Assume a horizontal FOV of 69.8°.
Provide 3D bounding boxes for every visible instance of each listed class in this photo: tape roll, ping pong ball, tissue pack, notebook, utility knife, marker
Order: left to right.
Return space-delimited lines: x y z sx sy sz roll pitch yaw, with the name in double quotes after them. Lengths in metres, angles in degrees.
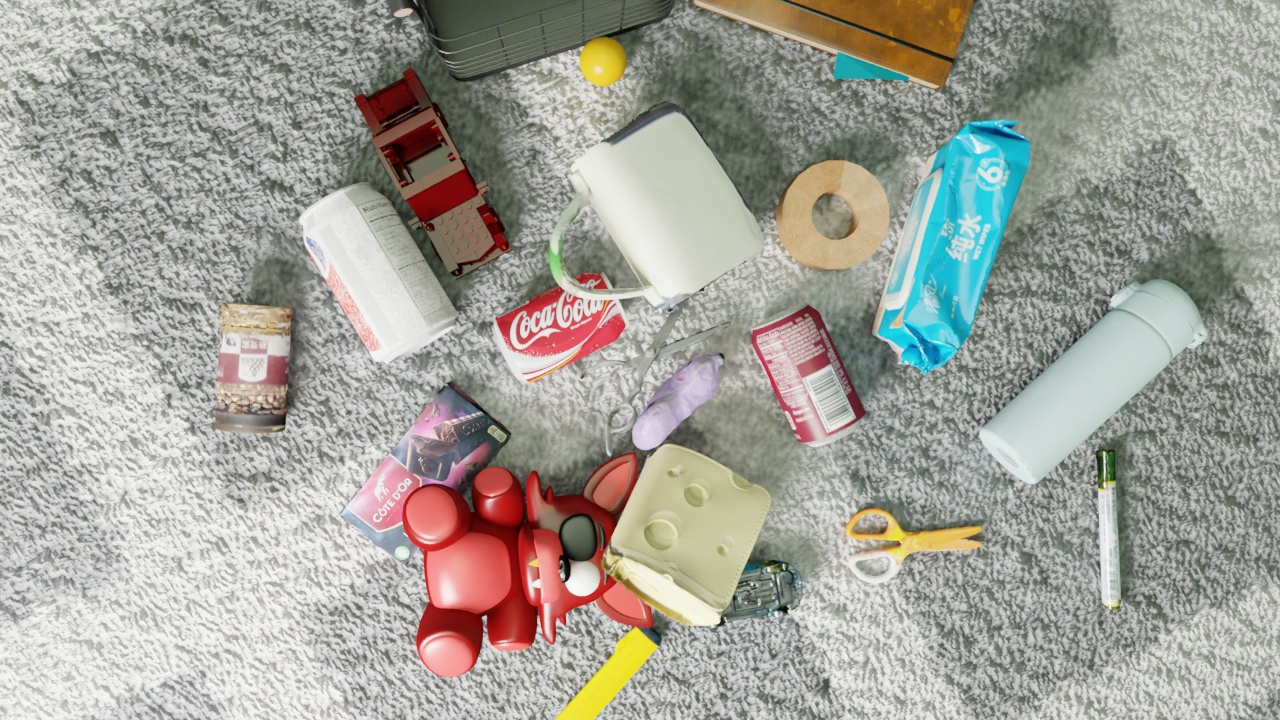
-0.045 0.302 0.817 0.030 0.017 0.175 42 90 1 "utility knife"
-0.032 -0.254 0.779 0.040 0.040 0.040 0 93 -3 "ping pong ball"
0.167 -0.126 0.801 0.094 0.027 0.094 0 93 -3 "tape roll"
0.185 -0.340 0.798 0.249 0.014 0.178 18 91 -4 "notebook"
0.253 -0.090 0.764 0.066 0.117 0.209 17 91 2 "tissue pack"
0.425 0.153 0.833 0.017 0.017 0.146 -4 93 -3 "marker"

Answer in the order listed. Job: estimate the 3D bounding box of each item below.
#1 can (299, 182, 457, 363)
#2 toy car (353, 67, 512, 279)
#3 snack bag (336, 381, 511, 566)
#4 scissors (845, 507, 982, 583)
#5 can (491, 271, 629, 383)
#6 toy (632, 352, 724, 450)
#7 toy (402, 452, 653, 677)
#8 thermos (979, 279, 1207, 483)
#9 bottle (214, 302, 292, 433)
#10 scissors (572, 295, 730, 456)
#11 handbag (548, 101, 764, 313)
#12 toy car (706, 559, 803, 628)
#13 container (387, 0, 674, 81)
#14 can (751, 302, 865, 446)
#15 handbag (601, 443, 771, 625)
-0.217 -0.072 0.760 0.078 0.078 0.136 -30 94 -1 "can"
-0.174 -0.157 0.766 0.070 0.062 0.170 -28 94 -1 "toy car"
-0.187 0.099 0.801 0.074 0.018 0.155 39 92 -5 "snack bag"
0.249 0.171 0.827 0.131 0.012 0.073 3 93 -2 "scissors"
-0.067 -0.029 0.776 0.105 0.064 0.064 -26 94 -1 "can"
0.030 0.036 0.784 0.099 0.080 0.036 -42 79 -18 "toy"
-0.091 0.165 0.764 0.197 0.120 0.158 -6 90 -11 "toy"
0.394 0.016 0.801 0.207 0.065 0.078 -43 68 0 "thermos"
-0.324 0.006 0.769 0.056 0.056 0.105 4 92 -3 "bottle"
0.004 0.008 0.768 0.142 0.014 0.171 -6 49 22 "scissors"
-0.006 -0.108 0.755 0.175 0.074 0.151 -36 94 -26 "handbag"
0.090 0.205 0.811 0.105 0.032 0.048 -11 92 0 "toy car"
-0.086 -0.342 0.727 0.241 0.130 0.163 -18 93 -2 "container"
0.143 0.012 0.789 0.063 0.063 0.114 -26 94 -2 "can"
0.036 0.145 0.758 0.111 0.081 0.119 34 62 -11 "handbag"
